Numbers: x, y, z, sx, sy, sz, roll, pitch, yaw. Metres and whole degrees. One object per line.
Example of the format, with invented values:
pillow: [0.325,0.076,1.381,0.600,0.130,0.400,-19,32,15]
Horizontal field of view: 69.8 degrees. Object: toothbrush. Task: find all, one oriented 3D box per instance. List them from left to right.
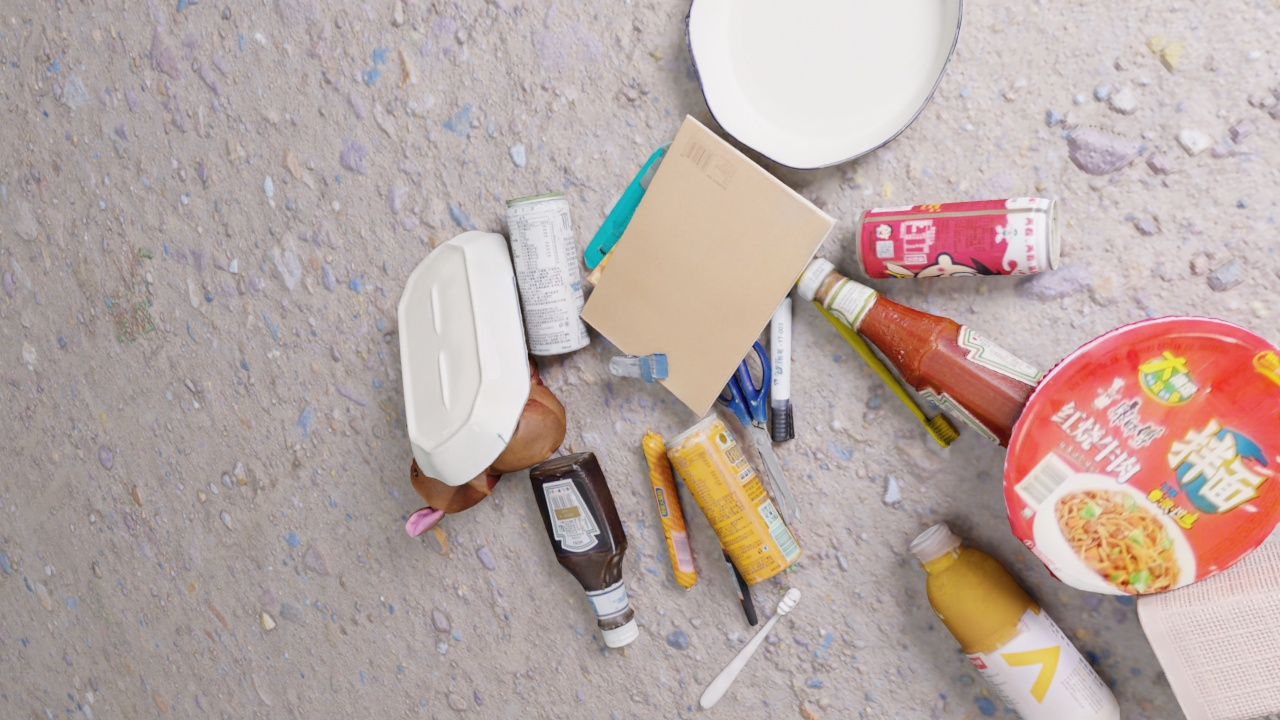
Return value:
toothbrush: [0.100,0.277,0.867,0.016,0.016,0.180,41,121,18]
toothbrush: [0.184,-0.007,0.734,0.190,0.015,0.017,50,118,10]

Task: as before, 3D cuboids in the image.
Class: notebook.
notebook: [0.046,-0.074,0.769,0.149,0.012,0.212,40,122,15]

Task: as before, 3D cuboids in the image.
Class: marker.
marker: [0.088,0.188,0.849,0.018,0.015,0.124,-1,108,71]
marker: [0.121,0.006,0.776,0.023,0.018,0.131,1,106,11]

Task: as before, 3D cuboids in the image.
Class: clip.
clip: [-0.005,0.005,0.809,0.058,0.045,0.027,6,112,40]

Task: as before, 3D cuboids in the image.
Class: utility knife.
utility knife: [-0.007,-0.137,0.816,0.029,0.012,0.152,48,122,14]

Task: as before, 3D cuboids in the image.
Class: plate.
plate: [-0.178,-0.013,0.860,0.162,0.034,0.265,-35,51,29]
plate: [0.135,-0.248,0.678,0.205,0.045,0.205,9,108,30]

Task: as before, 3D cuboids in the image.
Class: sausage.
sausage: [0.028,0.142,0.869,0.021,0.021,0.165,-9,98,33]

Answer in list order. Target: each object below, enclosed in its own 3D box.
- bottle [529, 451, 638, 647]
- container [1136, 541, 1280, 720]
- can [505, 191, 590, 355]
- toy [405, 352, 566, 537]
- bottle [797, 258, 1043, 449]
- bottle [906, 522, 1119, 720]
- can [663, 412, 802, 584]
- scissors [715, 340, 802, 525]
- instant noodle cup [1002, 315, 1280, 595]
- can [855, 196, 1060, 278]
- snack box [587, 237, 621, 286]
bottle: [-0.049,0.190,0.918,0.080,0.043,0.195,-15,96,34]
container: [0.406,0.177,0.609,0.111,0.089,0.090,-26,89,31]
can: [-0.086,-0.080,0.853,0.058,0.058,0.147,-2,102,32]
toy: [-0.170,0.085,0.918,0.130,0.139,0.200,37,128,-13]
bottle: [0.211,-0.011,0.691,0.206,0.059,0.060,36,119,19]
bottle: [0.281,0.210,0.705,0.189,0.067,0.068,52,123,9]
can: [0.081,0.122,0.809,0.058,0.058,0.146,-35,84,34]
scissors: [0.095,0.063,0.797,0.125,0.012,0.174,13,111,44]
instant noodle cup: [0.324,0.056,0.604,0.194,0.065,0.194,0,109,-1]
can: [0.228,-0.087,0.661,0.133,0.053,0.053,1,104,31]
snack box: [0.026,-0.097,0.798,0.077,0.027,0.156,49,123,9]
